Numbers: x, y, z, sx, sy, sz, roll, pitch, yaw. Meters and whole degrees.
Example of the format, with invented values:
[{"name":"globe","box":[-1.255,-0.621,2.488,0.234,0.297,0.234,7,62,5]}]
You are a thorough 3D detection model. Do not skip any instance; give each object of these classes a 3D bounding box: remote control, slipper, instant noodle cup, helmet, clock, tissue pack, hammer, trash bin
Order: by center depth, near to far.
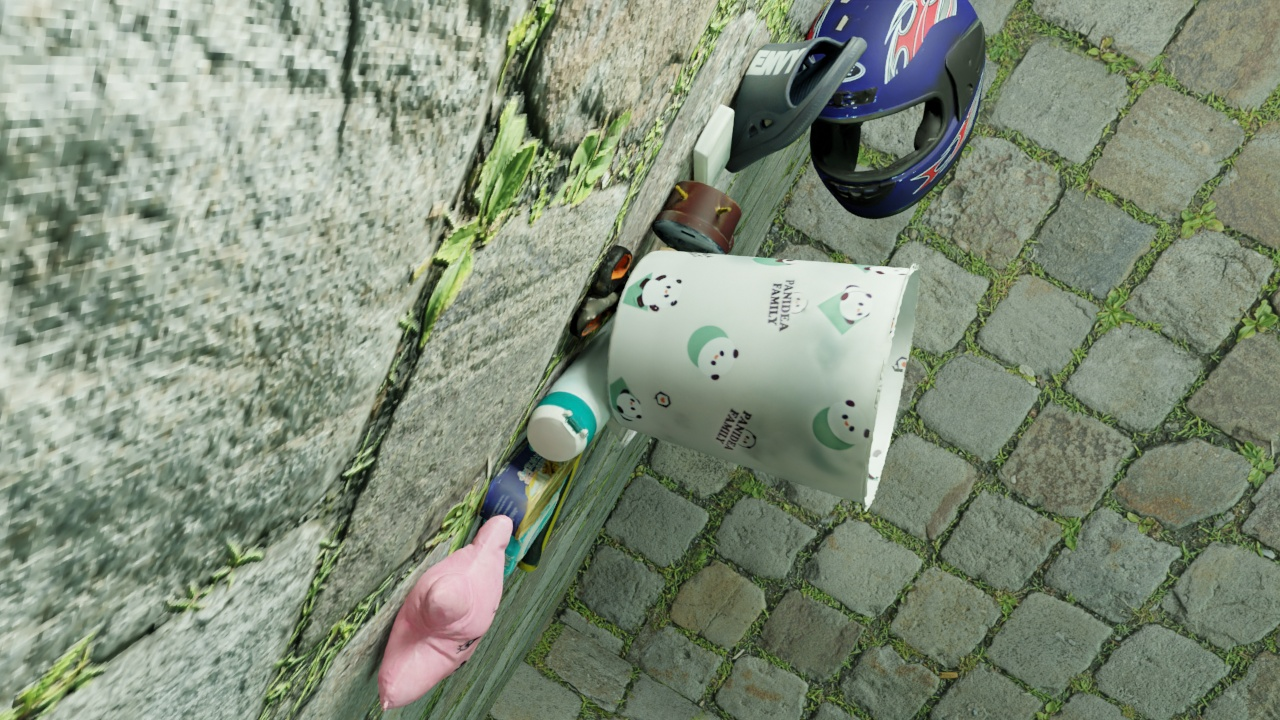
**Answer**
[{"name":"trash bin","box":[0.118,0.002,0.883,0.229,0.252,0.229,13,89,-69]},{"name":"clock","box":[0.059,-0.138,0.945,0.122,0.082,0.055,78,36,-78]},{"name":"remote control","box":[0.076,-0.220,0.975,0.058,0.021,0.150,-60,174,-4]},{"name":"slipper","box":[0.136,-0.279,0.986,0.110,0.083,0.269,-56,-168,-15]},{"name":"tissue pack","box":[-0.128,0.168,1.006,0.133,0.050,0.093,-55,172,-45]},{"name":"hammer","box":[-0.084,0.113,1.099,0.324,0.032,0.126,-67,171,16]},{"name":"helmet","box":[0.332,-0.385,1.264,0.240,0.248,0.315,40,70,-44]},{"name":"instant noodle cup","box":[-0.005,0.056,1.484,0.138,0.060,0.173,-61,173,16]}]

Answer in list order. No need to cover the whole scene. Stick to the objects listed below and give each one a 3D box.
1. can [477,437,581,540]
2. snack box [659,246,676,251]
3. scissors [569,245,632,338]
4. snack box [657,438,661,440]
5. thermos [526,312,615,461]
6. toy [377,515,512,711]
[{"name":"can","box":[-0.109,0.119,0.932,0.075,0.049,0.147,-63,174,32]},{"name":"snack box","box":[0.043,-0.062,1.066,0.094,0.077,0.092,91,21,-45]},{"name":"scissors","box":[-0.010,-0.085,0.904,0.234,0.022,0.143,-52,170,-54]},{"name":"snack box","box":[0.033,0.007,1.300,0.178,0.045,0.182,-60,-161,1]},{"name":"thermos","box":[-0.042,0.018,0.936,0.223,0.073,0.073,-53,171,-49]},{"name":"toy","box":[-0.178,0.239,0.798,0.195,0.074,0.178,-63,174,36]}]
